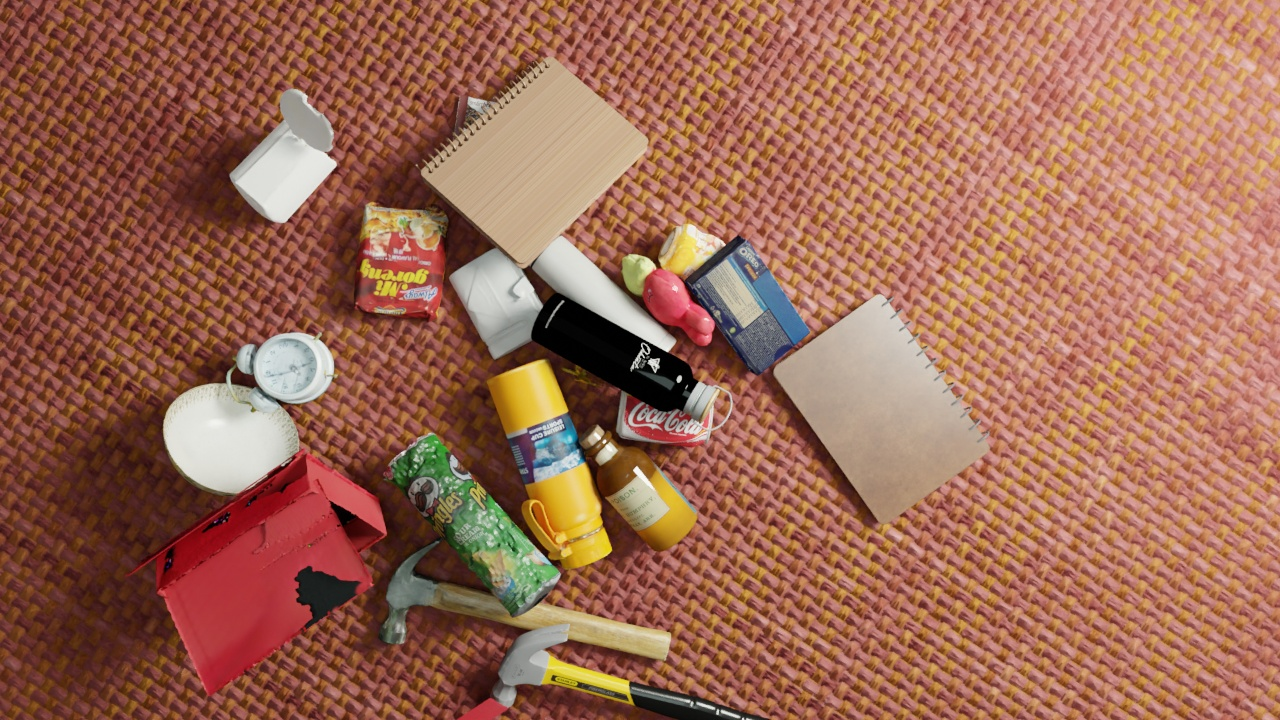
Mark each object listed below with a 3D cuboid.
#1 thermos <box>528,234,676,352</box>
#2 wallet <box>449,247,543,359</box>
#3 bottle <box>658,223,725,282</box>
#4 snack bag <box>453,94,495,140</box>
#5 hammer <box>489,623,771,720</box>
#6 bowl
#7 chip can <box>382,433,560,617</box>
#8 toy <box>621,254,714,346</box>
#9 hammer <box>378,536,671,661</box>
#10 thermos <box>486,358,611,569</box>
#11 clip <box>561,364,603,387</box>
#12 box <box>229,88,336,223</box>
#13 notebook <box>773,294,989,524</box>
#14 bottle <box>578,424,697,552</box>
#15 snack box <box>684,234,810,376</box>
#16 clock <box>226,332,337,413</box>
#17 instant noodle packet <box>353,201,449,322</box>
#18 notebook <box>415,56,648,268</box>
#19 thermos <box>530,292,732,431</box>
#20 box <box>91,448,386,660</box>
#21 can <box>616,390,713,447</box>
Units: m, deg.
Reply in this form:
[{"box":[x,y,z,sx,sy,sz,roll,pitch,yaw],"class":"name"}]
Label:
[{"box":[-0.058,-0.079,1.054,0.224,0.052,0.052,42,89,-1],"class":"thermos"},{"box":[-0.162,-0.068,1.063,0.086,0.032,0.116,-33,91,1],"class":"wallet"},{"box":[0.077,-0.110,1.053,0.109,0.063,0.063,26,89,-14],"class":"bottle"},{"box":[-0.137,-0.272,1.072,0.158,0.013,0.057,9,88,-1],"class":"snack bag"},{"box":[-0.003,0.384,1.053,0.323,0.029,0.127,17,116,-5],"class":"hammer"},{"box":[-0.463,0.101,1.025,0.145,0.144,0.063,41,126,-1],"class":"bowl"},{"box":[-0.186,0.185,1.023,0.075,0.075,0.223,-45,80,-1],"class":"chip can"},{"box":[0.030,-0.068,1.036,0.135,0.092,0.045,42,80,8],"class":"toy"},{"box":[-0.128,0.294,1.065,0.330,0.033,0.132,13,89,-2],"class":"hammer"},{"box":[-0.107,0.121,1.039,0.091,0.076,0.232,-20,91,-17],"class":"thermos"},{"box":[-0.067,0.009,1.062,0.044,0.054,0.049,-41,65,17],"class":"clip"},{"box":[-0.388,-0.222,1.004,0.083,0.143,0.137,42,87,-4],"class":"box"},{"box":[0.285,0.054,1.075,0.167,0.024,0.225,-35,91,0],"class":"notebook"},{"box":[-0.009,0.139,1.037,0.068,0.068,0.157,-41,99,-1],"class":"bottle"},{"box":[0.123,-0.061,1.039,0.082,0.027,0.150,-40,119,-2],"class":"snack box"},{"box":[-0.409,0.013,1.043,0.117,0.057,0.083,-21,91,-8],"class":"clock"},{"box":[-0.276,-0.115,1.058,0.098,0.040,0.135,6,89,-8],"class":"instant noodle packet"},{"box":[-0.122,-0.231,1.038,0.169,0.022,0.210,42,76,7],"class":"notebook"},{"box":[-0.006,0.006,1.004,0.231,0.061,0.061,29,89,9],"class":"thermos"},{"box":[-0.442,0.162,0.824,0.215,0.511,0.141,-33,66,4],"class":"box"},{"box":[0.027,0.063,1.050,0.105,0.064,0.064,8,90,-1],"class":"can"}]
